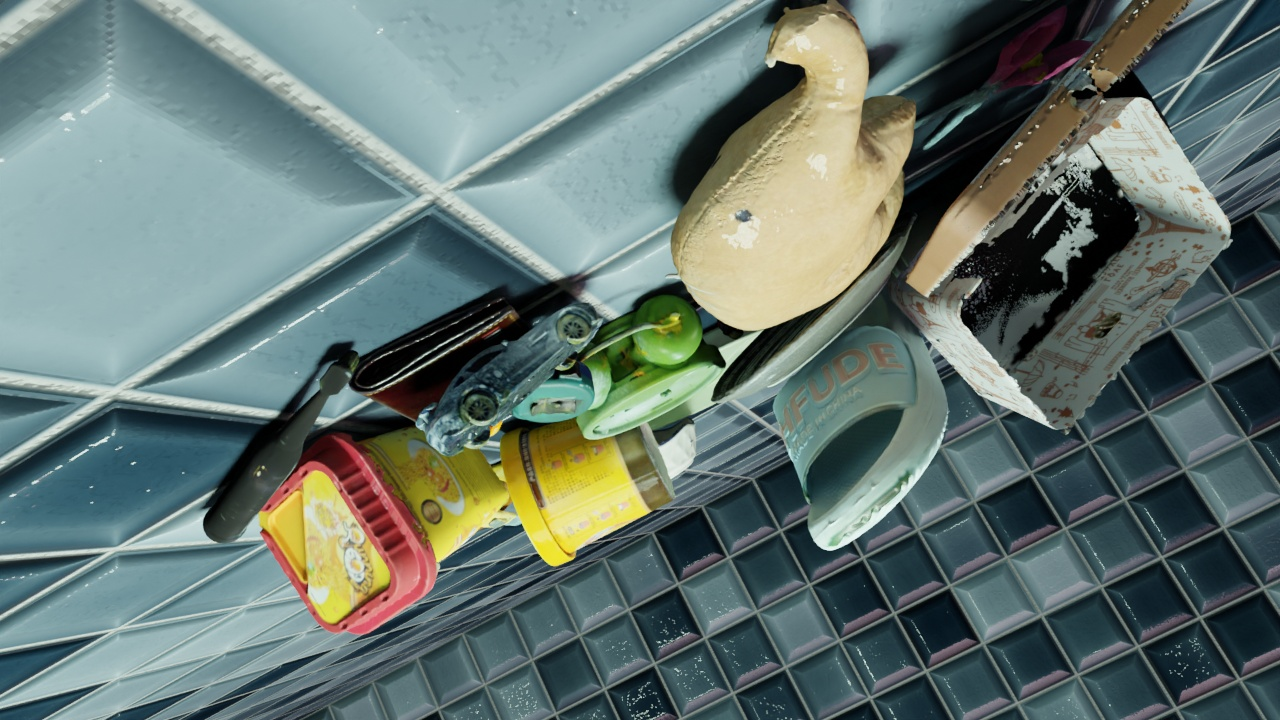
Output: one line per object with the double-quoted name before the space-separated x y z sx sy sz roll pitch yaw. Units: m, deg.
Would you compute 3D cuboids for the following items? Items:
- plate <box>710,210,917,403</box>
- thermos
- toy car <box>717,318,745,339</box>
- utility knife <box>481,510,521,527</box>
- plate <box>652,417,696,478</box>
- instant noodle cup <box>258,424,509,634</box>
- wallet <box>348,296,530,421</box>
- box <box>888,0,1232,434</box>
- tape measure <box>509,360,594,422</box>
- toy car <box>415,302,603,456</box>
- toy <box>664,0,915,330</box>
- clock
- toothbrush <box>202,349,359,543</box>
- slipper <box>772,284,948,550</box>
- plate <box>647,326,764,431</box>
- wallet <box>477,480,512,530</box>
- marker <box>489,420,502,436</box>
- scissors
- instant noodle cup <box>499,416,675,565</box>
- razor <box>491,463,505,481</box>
"plate" 0.118 -0.029 0.610 0.179 0.024 0.179 -43 -178 2
"thermos" 0.259 -0.125 0.694 0.243 0.068 0.089 -32 -162 26
"toy car" 0.092 -0.046 0.697 0.106 0.031 0.049 -20 153 -55
"utility knife" -0.146 0.159 0.932 0.031 0.021 0.208 -28 170 2
"plate" -0.030 0.122 0.969 0.205 0.045 0.205 -25 -179 0
"instant noodle cup" -0.163 0.100 0.610 0.116 0.116 0.123 -37 175 34
"wallet" -0.107 0.003 0.537 0.096 0.020 0.122 -27 169 -2
"box" 0.240 -0.088 0.539 0.179 0.133 0.271 -49 141 -1
"tape measure" -0.056 0.020 0.574 0.054 0.025 0.058 -2 150 -10
"toy car" -0.071 0.007 0.513 0.120 0.037 0.054 -39 173 -24
"toy" 0.074 -0.081 0.456 0.143 0.082 0.226 -45 164 2
"clock" -0.004 0.004 0.654 0.116 0.056 0.161 -29 166 4
"toothbrush" -0.205 0.053 0.519 0.213 0.026 0.027 -41 -164 40
"slipper" 0.137 0.015 0.604 0.104 0.074 0.244 -49 -166 33
"plate" 0.064 0.011 0.871 0.230 0.027 0.230 -25 166 -7
"wallet" -0.190 0.162 0.923 0.130 0.035 0.119 -17 161 -40
"marker" -0.101 0.034 0.644 0.018 0.015 0.124 -29 173 -22
"scissors" 0.208 -0.163 0.536 0.133 0.017 0.131 -25 169 4
"instant noodle cup" -0.041 0.094 0.762 0.114 0.118 0.118 -24 167 4
"razor" -0.152 0.115 0.836 0.132 0.028 0.043 -18 140 -46
